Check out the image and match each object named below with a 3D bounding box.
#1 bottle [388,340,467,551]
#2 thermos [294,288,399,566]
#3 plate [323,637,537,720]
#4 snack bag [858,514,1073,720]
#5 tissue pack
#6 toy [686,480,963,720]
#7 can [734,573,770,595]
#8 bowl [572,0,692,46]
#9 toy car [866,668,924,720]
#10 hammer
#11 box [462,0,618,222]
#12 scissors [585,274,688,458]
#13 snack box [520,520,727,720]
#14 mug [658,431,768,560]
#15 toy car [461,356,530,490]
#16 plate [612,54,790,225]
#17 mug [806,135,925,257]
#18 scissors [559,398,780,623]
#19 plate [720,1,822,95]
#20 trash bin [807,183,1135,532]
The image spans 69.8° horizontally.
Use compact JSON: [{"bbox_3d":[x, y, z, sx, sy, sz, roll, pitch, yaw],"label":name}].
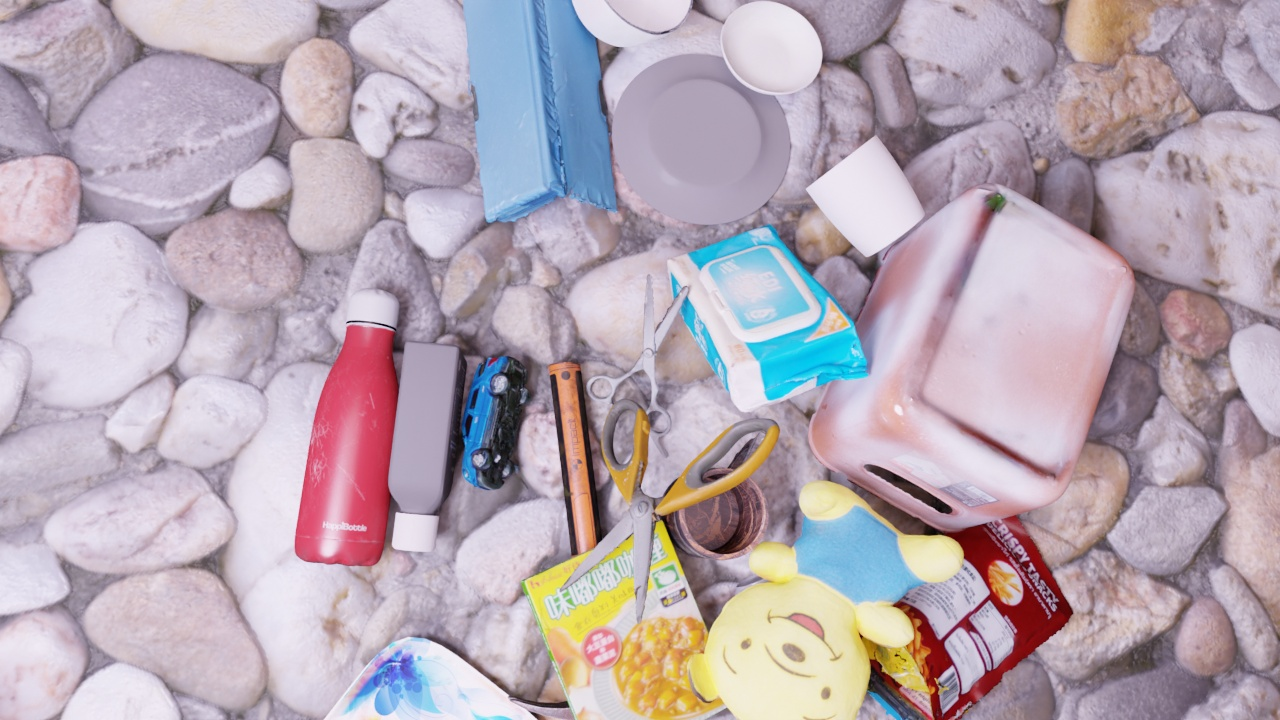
[{"bbox_3d":[-0.185,0.076,0.793,0.046,0.084,0.173,6,81,-5],"label":"bottle"},{"bbox_3d":[-0.245,0.054,0.795,0.073,0.073,0.239,6,80,-5],"label":"thermos"},{"bbox_3d":[-0.186,0.351,0.781,0.187,0.016,0.186,37,79,1],"label":"plate"},{"bbox_3d":[0.296,0.220,0.818,0.207,0.067,0.139,-30,79,-26],"label":"snack bag"},{"bbox_3d":[0.105,-0.038,0.803,0.117,0.066,0.209,-18,42,-6],"label":"tissue pack"},{"bbox_3d":[0.147,0.210,0.748,0.149,0.084,0.213,29,76,21],"label":"toy"},{"bbox_3d":[0.125,0.236,0.813,0.054,0.054,0.096,-23,84,-9],"label":"can"},{"bbox_3d":[-0.014,-0.353,0.874,0.116,0.066,0.116,6,80,-32],"label":"bowl"},{"bbox_3d":[0.228,0.293,0.821,0.105,0.032,0.048,41,63,9],"label":"toy car"},{"bbox_3d":[-0.062,0.157,0.813,0.137,0.035,0.314,-5,79,-14],"label":"hammer"},{"bbox_3d":[-0.094,-0.247,0.881,0.112,0.094,0.231,4,74,-50],"label":"box"},{"bbox_3d":[0.016,0.007,0.826,0.142,0.014,0.147,-38,94,24],"label":"scissors"},{"bbox_3d":[-0.009,0.238,0.774,0.131,0.027,0.168,-21,83,-19],"label":"snack box"},{"bbox_3d":[0.070,0.118,0.799,0.080,0.107,0.115,29,79,-1],"label":"mug"},{"bbox_3d":[-0.132,0.056,0.818,0.044,0.056,0.120,3,74,20],"label":"toy car"},{"bbox_3d":[0.061,-0.219,0.897,0.178,0.012,0.178,2,79,-8],"label":"plate"},{"bbox_3d":[0.226,-0.161,0.884,0.087,0.081,0.114,53,48,-2],"label":"mug"},{"bbox_3d":[0.018,0.103,0.746,0.230,0.016,0.224,-26,42,23],"label":"scissors"},{"bbox_3d":[0.127,-0.305,0.912,0.104,0.026,0.104,3,75,-10],"label":"plate"},{"bbox_3d":[0.290,-0.004,0.800,0.181,0.158,0.259,30,69,-2],"label":"trash bin"}]
